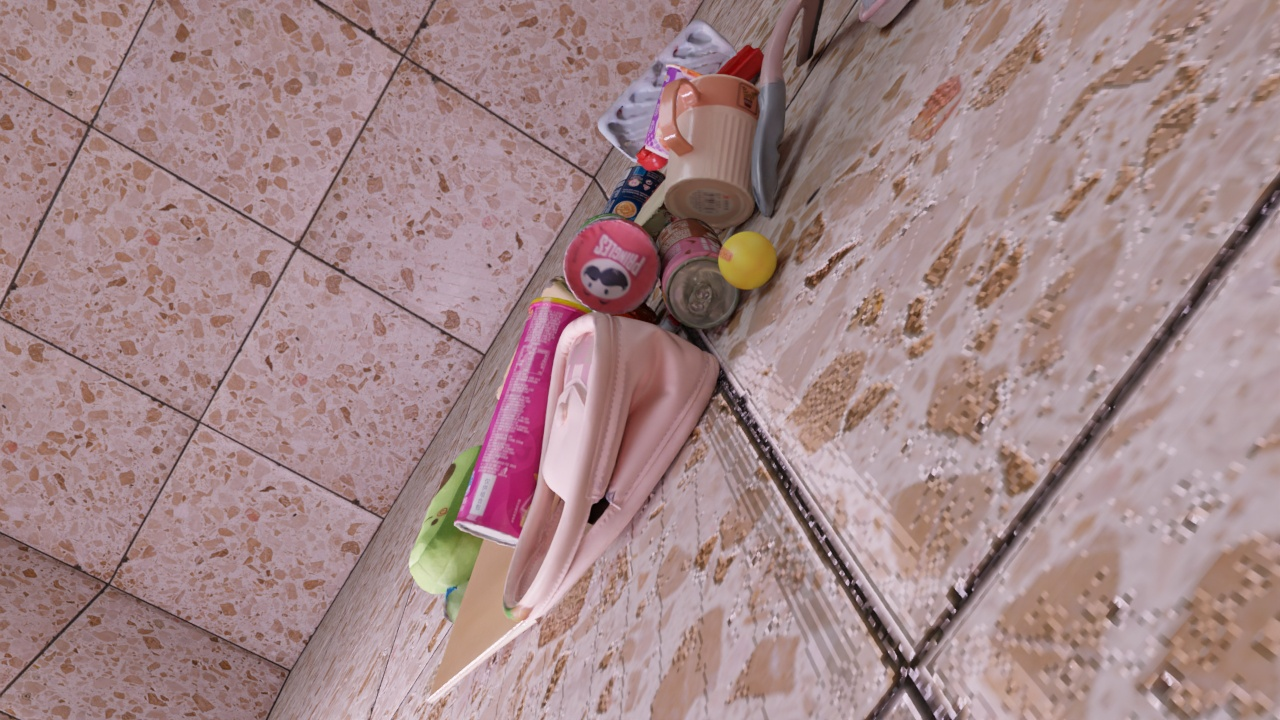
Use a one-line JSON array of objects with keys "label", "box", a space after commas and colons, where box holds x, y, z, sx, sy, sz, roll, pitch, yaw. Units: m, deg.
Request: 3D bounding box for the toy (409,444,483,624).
[{"label": "toy", "box": [-0.188, 0.166, 1.017, 0.227, 0.090, 0.246, -62, 5, 30]}]

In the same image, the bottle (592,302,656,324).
[{"label": "bottle", "box": [-0.060, 0.026, 0.907, 0.206, 0.060, 0.059, -57, 12, 11]}]

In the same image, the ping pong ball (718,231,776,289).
[{"label": "ping pong ball", "box": [0.074, -0.069, 0.635, 0.040, 0.040, 0.040, -55, 12, 18]}]

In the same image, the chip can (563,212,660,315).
[{"label": "chip can", "box": [-0.026, -0.091, 0.791, 0.072, 0.072, 0.236, -57, 8, 8]}]

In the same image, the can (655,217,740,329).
[{"label": "can", "box": [0.043, -0.072, 0.729, 0.058, 0.058, 0.147, -56, 12, 16]}]

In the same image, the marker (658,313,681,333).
[{"label": "marker", "box": [-0.005, 0.005, 0.837, 0.146, 0.017, 0.017, -49, 16, 40]}]

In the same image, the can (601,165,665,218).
[{"label": "can", "box": [-0.008, -0.191, 1.192, 0.076, 0.075, 0.110, -42, 20, 54]}]

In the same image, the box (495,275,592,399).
[{"label": "box", "box": [-0.086, -0.006, 0.977, 0.089, 0.060, 0.185, -20, -38, -52]}]

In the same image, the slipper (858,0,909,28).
[{"label": "slipper", "box": [0.213, -0.369, 0.771, 0.114, 0.054, 0.273, -47, 18, 46]}]

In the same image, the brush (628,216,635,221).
[{"label": "brush", "box": [-0.018, -0.104, 1.021, 0.143, 0.073, 0.055, -60, 15, -10]}]

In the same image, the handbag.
[{"label": "handbag", "box": [-0.043, 0.083, 0.680, 0.193, 0.093, 0.234, 180, 112, -77]}]

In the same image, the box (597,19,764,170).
[{"label": "box", "box": [0.048, -0.341, 1.162, 0.201, 0.098, 0.119, -46, 16, -2]}]

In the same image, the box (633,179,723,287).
[{"label": "box", "box": [0.033, -0.151, 0.918, 0.169, 0.076, 0.091, -39, 22, 60]}]

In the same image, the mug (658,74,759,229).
[{"label": "mug", "box": [0.056, -0.185, 0.785, 0.082, 0.114, 0.105, -10, 60, 37]}]

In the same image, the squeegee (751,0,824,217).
[{"label": "squeegee", "box": [0.118, -0.231, 0.760, 0.248, 0.040, 0.249, 83, -160, -72]}]

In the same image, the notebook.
[{"label": "notebook", "box": [-0.119, 0.183, 0.818, 0.150, 0.012, 0.211, -44, 19, 28]}]

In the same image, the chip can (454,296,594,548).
[{"label": "chip can", "box": [-0.094, 0.053, 0.796, 0.072, 0.071, 0.210, -32, 38, 65]}]

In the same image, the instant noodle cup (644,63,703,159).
[{"label": "instant noodle cup", "box": [0.060, -0.275, 1.062, 0.111, 0.111, 0.099, -105, 40, -74]}]
